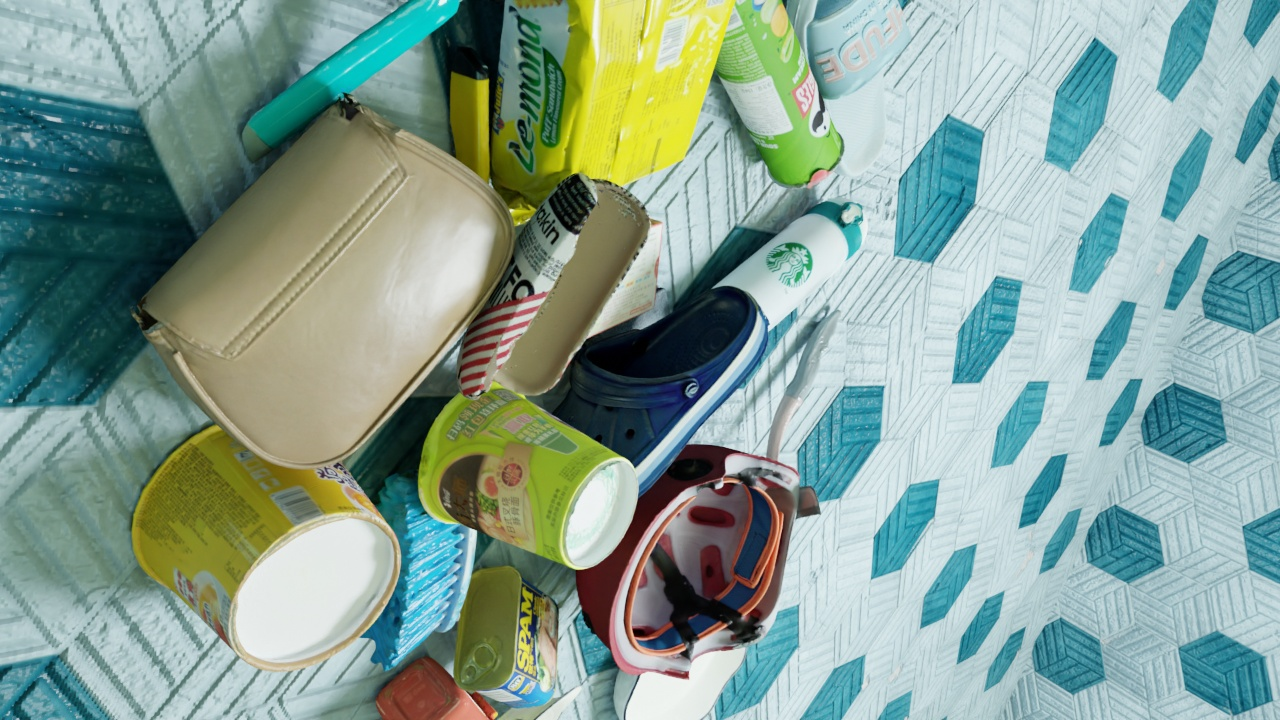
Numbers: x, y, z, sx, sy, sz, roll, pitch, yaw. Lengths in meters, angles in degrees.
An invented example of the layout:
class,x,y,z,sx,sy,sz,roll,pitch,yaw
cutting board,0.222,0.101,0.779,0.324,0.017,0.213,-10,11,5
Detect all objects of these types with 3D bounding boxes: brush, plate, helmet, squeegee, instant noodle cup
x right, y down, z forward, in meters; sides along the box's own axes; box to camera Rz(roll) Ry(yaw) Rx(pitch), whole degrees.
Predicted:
class,x,y,z,sx,sy,sz,roll,pitch,yaw
brush,-0.142,0.077,0.687,0.109,0.060,0.315,-11,118,-50
plate,-0.133,0.370,0.854,0.163,0.034,0.164,-27,152,-52
helmet,0.024,0.172,0.848,0.239,0.144,0.207,-8,112,-40
squeegee,0.166,0.051,0.979,0.248,0.040,0.249,123,-12,-73
plate,0.047,0.350,1.062,0.204,0.045,0.205,-24,129,-35
instant noodle cup,-0.071,0.083,0.634,0.111,0.123,0.112,-31,131,-44
instant noodle cup,-0.224,0.116,0.572,0.137,0.110,0.138,-27,132,-35

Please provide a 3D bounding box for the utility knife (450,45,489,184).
class,x,y,z,sx,sy,sz,roll,pitch,yaw
utility knife,-0.113,-0.108,0.618,0.015,0.033,0.202,-27,135,-40

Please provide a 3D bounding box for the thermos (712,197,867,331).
class,x,y,z,sx,sy,sz,roll,pitch,yaw
thermos,0.129,-0.078,0.864,0.223,0.073,0.073,-40,137,-24

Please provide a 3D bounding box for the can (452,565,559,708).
class,x,y,z,sx,sy,sz,roll,pitch,yaw
can,-0.111,0.238,0.783,0.083,0.057,0.102,53,30,-51

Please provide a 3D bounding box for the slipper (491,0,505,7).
class,x,y,z,sx,sy,sz,roll,pitch,yaw
slipper,-0.103,-0.273,0.483,0.267,0.083,0.111,18,97,-52

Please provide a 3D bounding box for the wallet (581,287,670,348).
class,x,y,z,sx,sy,sz,roll,pitch,yaw
wallet,-0.005,0.005,0.813,0.097,0.019,0.121,-36,134,-30

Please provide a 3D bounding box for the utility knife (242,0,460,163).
class,x,y,z,sx,sy,sz,roll,pitch,yaw
utility knife,-0.150,-0.170,0.509,0.182,0.013,0.029,-36,155,0

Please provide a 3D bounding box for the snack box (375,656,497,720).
class,x,y,z,sx,sy,sz,roll,pitch,yaw
snack box,-0.169,0.300,0.765,0.081,0.091,0.080,-38,129,-25

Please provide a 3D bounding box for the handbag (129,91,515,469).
class,x,y,z,sx,sy,sz,roll,pitch,yaw
handbag,-0.179,-0.046,0.535,0.204,0.100,0.148,-50,133,-12

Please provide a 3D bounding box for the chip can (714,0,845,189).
class,x,y,z,sx,sy,sz,roll,pitch,yaw
chip can,0.096,-0.235,0.729,0.072,0.072,0.236,-54,140,-8

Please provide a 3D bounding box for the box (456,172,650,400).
class,x,y,z,sx,sy,sz,roll,pitch,yaw
box,-0.055,-0.041,0.597,0.086,0.075,0.162,19,112,-33

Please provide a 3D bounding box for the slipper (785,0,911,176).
class,x,y,z,sx,sy,sz,roll,pitch,yaw
slipper,0.191,-0.262,0.813,0.104,0.074,0.246,-44,140,-18

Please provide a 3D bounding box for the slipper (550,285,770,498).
class,x,y,z,sx,sy,sz,roll,pitch,yaw
slipper,-0.007,0.027,0.727,0.252,0.105,0.095,-40,127,-3

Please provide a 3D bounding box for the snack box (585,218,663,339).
class,x,y,z,sx,sy,sz,roll,pitch,yaw
snack box,-0.037,-0.059,0.702,0.155,0.027,0.077,-27,130,-51

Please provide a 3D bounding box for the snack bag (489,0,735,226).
class,x,y,z,sx,sy,sz,roll,pitch,yaw
snack bag,-0.010,-0.205,0.582,0.157,0.068,0.247,-29,152,-34
